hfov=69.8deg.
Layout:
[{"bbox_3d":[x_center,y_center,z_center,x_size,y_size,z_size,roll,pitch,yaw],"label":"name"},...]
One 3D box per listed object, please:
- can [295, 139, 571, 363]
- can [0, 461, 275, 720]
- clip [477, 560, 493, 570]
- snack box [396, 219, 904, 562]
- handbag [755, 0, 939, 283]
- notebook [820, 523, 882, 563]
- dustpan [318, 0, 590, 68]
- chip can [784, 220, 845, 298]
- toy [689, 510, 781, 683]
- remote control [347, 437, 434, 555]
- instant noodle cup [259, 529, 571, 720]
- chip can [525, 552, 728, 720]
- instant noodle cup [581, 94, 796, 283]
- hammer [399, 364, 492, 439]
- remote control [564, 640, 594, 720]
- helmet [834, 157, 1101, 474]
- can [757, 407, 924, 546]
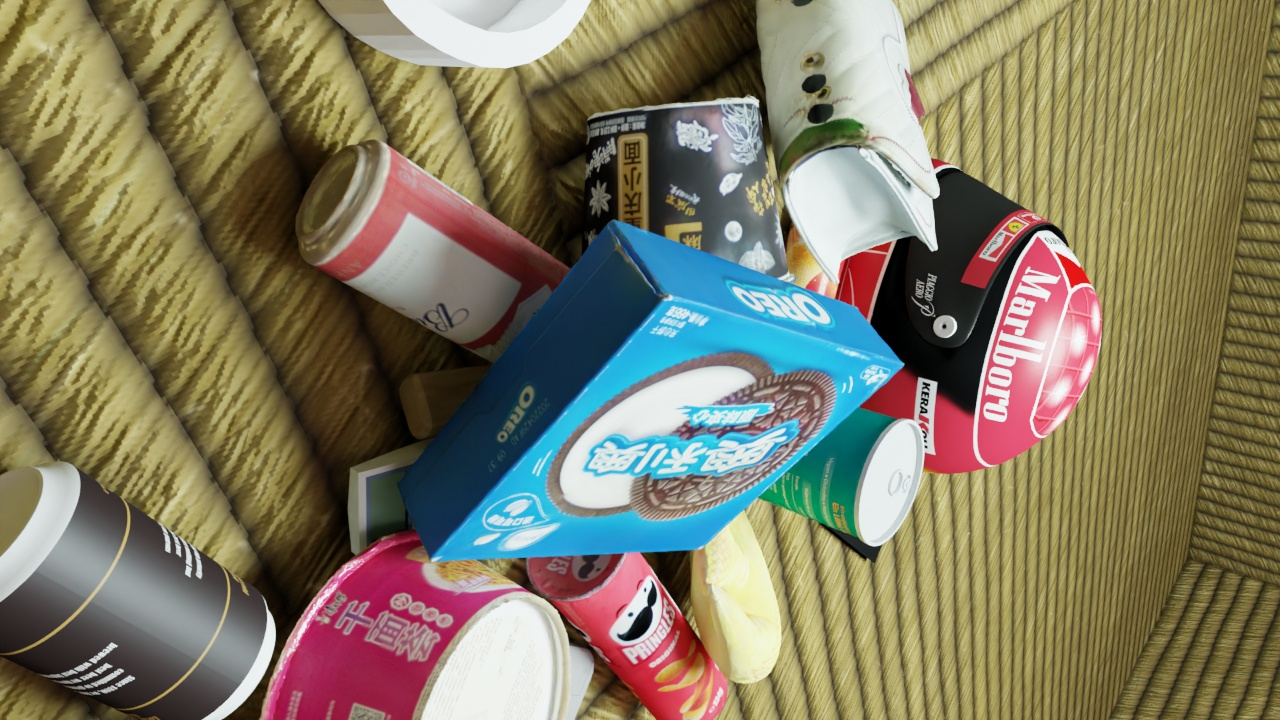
[{"bbox_3d":[-0.089,-0.043,0.474,0.170,0.067,0.067,32,79,-39],"label":"can"},{"bbox_3d":[-0.223,0.103,0.389,0.071,0.072,0.128,-54,137,-22],"label":"can"},{"bbox_3d":[-0.126,0.192,0.570,0.121,0.031,0.130,-2,104,-53],"label":"clip"},{"bbox_3d":[0.014,0.034,0.519,0.238,0.056,0.196,10,130,-49],"label":"snack box"},{"bbox_3d":[0.138,-0.172,0.624,0.142,0.096,0.198,45,38,-49],"label":"handbag"},{"bbox_3d":[0.267,0.106,0.999,0.149,0.016,0.206,39,73,-49],"label":"notebook"},{"bbox_3d":[-0.077,-0.273,0.436,0.191,0.053,0.258,10,96,-50],"label":"dustpan"},{"bbox_3d":[0.149,-0.109,0.757,0.051,0.052,0.215,8,98,-50],"label":"chip can"},{"bbox_3d":[0.067,0.167,0.710,0.155,0.065,0.170,66,11,-49],"label":"toy"},{"bbox_3d":[-0.111,0.068,0.543,0.143,0.024,0.049,-13,113,-48],"label":"remote control"},{"bbox_3d":[-0.103,0.184,0.483,0.178,0.078,0.179,-20,113,-60],"label":"instant noodle cup"},{"bbox_3d":[-0.001,0.200,0.681,0.073,0.073,0.233,-52,137,-24],"label":"chip can"},{"bbox_3d":[0.022,-0.098,0.562,0.137,0.137,0.112,-17,106,-45],"label":"instant noodle cup"},{"bbox_3d":[-0.004,0.004,0.606,0.322,0.051,0.117,-10,77,-40],"label":"hammer"},{"bbox_3d":[-0.084,0.270,0.651,0.074,0.019,0.151,29,82,-50],"label":"remote control"},{"bbox_3d":[0.277,-0.034,0.799,0.197,0.225,0.271,5,101,-50],"label":"helmet"},{"bbox_3d":[0.137,0.076,0.737,0.099,0.144,0.099,-20,118,-44],"label":"can"}]
